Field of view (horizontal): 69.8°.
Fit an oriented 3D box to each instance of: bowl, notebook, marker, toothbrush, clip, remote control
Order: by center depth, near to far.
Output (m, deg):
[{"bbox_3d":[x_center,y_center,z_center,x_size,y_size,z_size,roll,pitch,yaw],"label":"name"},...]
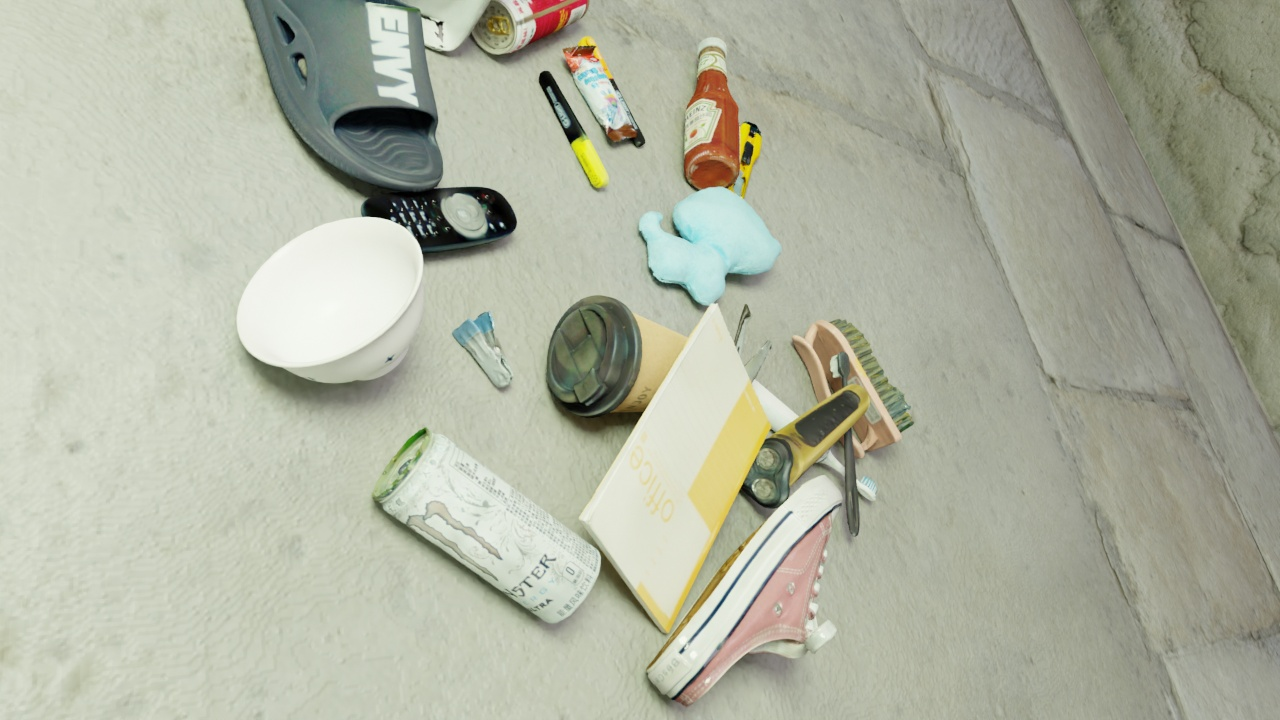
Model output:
[{"bbox_3d":[-0.181,-0.025,0.573,0.065,0.118,0.118,72,20,-51],"label":"bowl"},{"bbox_3d":[-0.112,-0.005,0.670,0.058,0.027,0.044,60,34,-3],"label":"clip"},{"bbox_3d":[0.036,0.079,0.689,0.205,0.010,0.146,-57,135,-32],"label":"notebook"},{"bbox_3d":[-0.151,-0.104,0.691,0.136,0.024,0.053,-18,73,-48],"label":"remote control"},{"bbox_3d":[-0.063,-0.214,0.849,0.015,0.018,0.124,-19,79,-53],"label":"marker"},{"bbox_3d":[0.153,0.071,0.876,0.221,0.027,0.026,39,61,-20],"label":"toothbrush"},{"bbox_3d":[0.198,0.079,0.884,0.015,0.018,0.180,12,67,-35],"label":"toothbrush"},{"bbox_3d":[-0.028,-0.270,0.920,0.018,0.015,0.124,-26,87,-44],"label":"marker"}]

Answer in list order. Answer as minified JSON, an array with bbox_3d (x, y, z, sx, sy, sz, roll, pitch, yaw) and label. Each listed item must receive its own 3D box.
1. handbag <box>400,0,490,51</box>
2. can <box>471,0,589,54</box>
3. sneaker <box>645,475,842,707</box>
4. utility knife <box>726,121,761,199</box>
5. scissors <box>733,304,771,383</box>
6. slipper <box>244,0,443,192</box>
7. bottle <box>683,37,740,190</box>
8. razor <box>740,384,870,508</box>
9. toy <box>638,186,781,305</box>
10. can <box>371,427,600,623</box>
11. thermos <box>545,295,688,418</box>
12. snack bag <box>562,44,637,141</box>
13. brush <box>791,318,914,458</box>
[{"bbox_3d":[-0.169,-0.381,0.753,0.098,0.145,0.196,11,58,-43],"label":"handbag"},{"bbox_3d":[-0.101,-0.326,0.854,0.053,0.053,0.132,50,42,-8],"label":"can"},{"bbox_3d":[0.102,0.182,0.701,0.088,0.119,0.240,42,46,9],"label":"sneaker"},{"bbox_3d":[0.114,-0.214,1.022,0.033,0.015,0.177,35,46,-20],"label":"utility knife"},{"bbox_3d":[0.054,0.058,0.733,0.224,0.015,0.189,-18,108,-50],"label":"scissors"},{"bbox_3d":[-0.219,-0.246,0.668,0.110,0.084,0.268,-17,75,-48],"label":"slipper"},{"bbox_3d":[0.077,-0.272,0.991,0.059,0.060,0.205,26,50,-31],"label":"bottle"},{"bbox_3d":[0.151,0.069,0.827,0.167,0.068,0.062,-32,62,-34],"label":"razor"},{"bbox_3d":[0.071,-0.118,0.897,0.161,0.050,0.156,25,57,-21],"label":"toy"},{"bbox_3d":[-0.096,0.107,0.589,0.146,0.058,0.058,40,44,-19],"label":"can"},{"bbox_3d":[-0.004,0.004,0.724,0.143,0.093,0.093,13,57,-48],"label":"thermos"},{"bbox_3d":[-0.040,-0.259,0.894,0.045,0.026,0.105,-26,87,-52],"label":"snack bag"},{"bbox_3d":[0.213,0.025,0.941,0.073,0.063,0.145,-26,83,-19],"label":"brush"}]
